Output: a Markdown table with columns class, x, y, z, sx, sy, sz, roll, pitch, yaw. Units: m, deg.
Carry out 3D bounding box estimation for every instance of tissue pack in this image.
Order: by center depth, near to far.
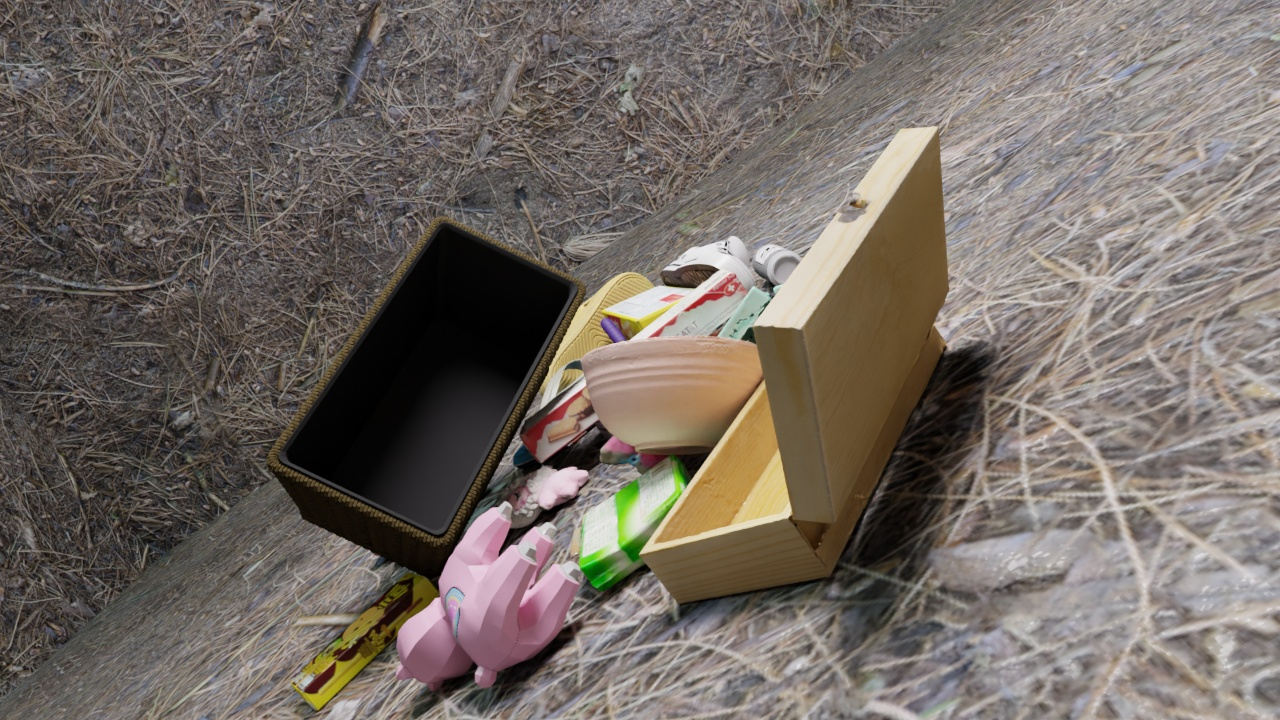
| class | x | y | z | sx | sy | sz | roll | pitch | yaw |
| --- | --- | --- | --- | --- | --- | --- | --- | --- | --- |
| tissue pack | -0.003 | 0.121 | 0.694 | 0.099 | 0.034 | 0.114 | -35 | 11 | 6 |

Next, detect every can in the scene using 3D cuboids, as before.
| class | x | y | z | sx | sy | sz | roll | pitch | yaw |
| --- | --- | --- | --- | --- | --- | --- | --- | --- | --- |
| can | 0.164 | -0.115 | 1.103 | 0.044 | 0.044 | 0.106 | -35 | 12 | 4 |

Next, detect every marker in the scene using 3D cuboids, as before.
| class | x | y | z | sx | sy | sz | roll | pitch | yaw |
| --- | --- | --- | --- | --- | --- | --- | --- | --- | --- |
| marker | -0.014 | -0.011 | 1.114 | 0.015 | 0.018 | 0.134 | -51 | 46 | 12 |

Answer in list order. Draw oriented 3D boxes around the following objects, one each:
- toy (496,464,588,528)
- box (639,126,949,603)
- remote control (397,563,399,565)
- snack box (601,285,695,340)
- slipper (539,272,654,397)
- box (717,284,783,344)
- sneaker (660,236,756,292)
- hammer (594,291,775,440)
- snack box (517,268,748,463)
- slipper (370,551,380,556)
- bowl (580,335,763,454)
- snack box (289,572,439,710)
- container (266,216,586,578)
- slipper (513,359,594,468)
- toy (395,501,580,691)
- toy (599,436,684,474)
| class | x | y | z | sx | sy | sz | roll | pitch | yaw |
| --- | --- | --- | --- | --- | --- | --- | --- | --- | --- |
| toy | -0.101 | 0.132 | 0.917 | 0.109 | 0.041 | 0.095 | -22 | 16 | 29 |
| box | 0.120 | 0.011 | 0.574 | 0.246 | 0.119 | 0.253 | -49 | -20 | -44 |
| remote control | -0.242 | 0.193 | 1.108 | 0.140 | 0.021 | 0.045 | -45 | 13 | -18 |
| snack box | 0.018 | -0.057 | 1.148 | 0.092 | 0.042 | 0.201 | -25 | 12 | -11 |
| slipper | -0.066 | -0.031 | 1.282 | 0.079 | 0.099 | 0.262 | -9 | 32 | 44 |
| box | 0.127 | -0.047 | 0.835 | 0.138 | 0.055 | 0.187 | -39 | -6 | 7 |
| sneaker | 0.104 | -0.111 | 1.145 | 0.097 | 0.091 | 0.245 | -41 | 8 | -6 |
| hammer | 0.078 | -0.016 | 0.989 | 0.313 | 0.035 | 0.139 | -34 | 16 | 7 |
| snack box | -0.006 | 0.006 | 0.948 | 0.273 | 0.044 | 0.076 | -37 | 9 | 4 |
| slipper | -0.300 | 0.173 | 1.193 | 0.093 | 0.081 | 0.196 | -30 | 13 | 30 |
| bowl | 0.028 | 0.035 | 0.731 | 0.153 | 0.076 | 0.153 | -1 | -13 | 0 |
| snack box | -0.263 | 0.265 | 0.877 | 0.148 | 0.025 | 0.061 | -43 | 15 | -28 |
| container | -0.213 | 0.053 | 0.956 | 0.205 | 0.176 | 0.320 | 116 | 179 | -57 |
| slipper | -0.056 | 0.024 | 1.149 | 0.294 | 0.060 | 0.118 | -44 | 18 | -33 |
| toy | -0.117 | 0.185 | 0.666 | 0.157 | 0.067 | 0.123 | -55 | 30 | 5 |
| toy | 0.019 | 0.072 | 0.810 | 0.065 | 0.050 | 0.102 | 27 | 52 | 35 |
